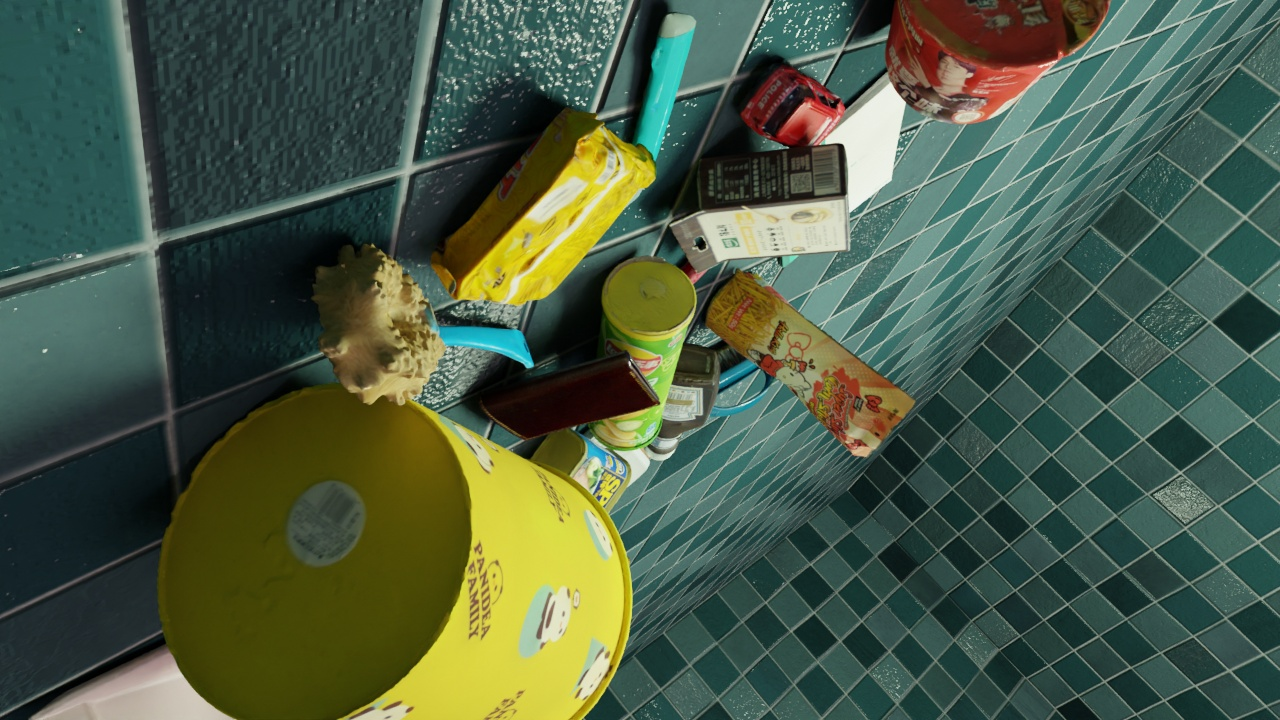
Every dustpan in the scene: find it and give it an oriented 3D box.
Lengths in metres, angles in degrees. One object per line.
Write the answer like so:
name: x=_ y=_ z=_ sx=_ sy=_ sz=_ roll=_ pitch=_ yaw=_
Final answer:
dustpan: x=-0.249 y=0.271 z=0.674 sx=0.139 sy=0.222 sz=0.273 roll=-34 pitch=176 yaw=16

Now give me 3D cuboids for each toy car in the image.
toy car: x=0.113 y=-0.176 z=0.660 sx=0.053 sy=0.045 sz=0.120 roll=-49 pitch=162 yaw=24

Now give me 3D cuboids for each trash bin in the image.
trash bin: x=-0.146 y=0.141 z=0.593 sx=0.229 sy=0.229 sz=0.255 roll=-41 pitch=155 yaw=-4

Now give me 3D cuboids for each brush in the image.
brush: x=0.101 y=0.022 z=1.016 sx=0.143 sy=0.073 sz=0.055 roll=-28 pitch=165 yaw=-35
brush: x=-0.112 y=-0.014 z=0.548 sx=0.046 sy=0.083 sz=0.254 roll=-22 pitch=172 yaw=13

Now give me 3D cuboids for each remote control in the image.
remote control: x=-0.027 y=0.099 z=0.973 sx=0.049 sy=0.024 sz=0.125 roll=-42 pitch=145 yaw=-5

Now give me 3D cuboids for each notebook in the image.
notebook: x=0.184 y=-0.172 z=0.855 sx=0.150 sy=0.012 sz=0.209 roll=-41 pitch=161 yaw=-2

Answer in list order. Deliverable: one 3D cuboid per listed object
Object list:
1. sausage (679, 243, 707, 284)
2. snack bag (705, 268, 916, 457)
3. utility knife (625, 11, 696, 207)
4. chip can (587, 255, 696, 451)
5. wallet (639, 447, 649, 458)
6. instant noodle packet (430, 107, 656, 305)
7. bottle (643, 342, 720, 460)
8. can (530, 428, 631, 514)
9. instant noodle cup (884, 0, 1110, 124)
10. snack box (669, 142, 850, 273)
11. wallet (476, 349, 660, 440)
sausage: x=0.058 y=-0.091 z=0.774 sx=0.156 sy=0.020 sz=0.020 roll=-45 pitch=161 yaw=10
snack bag: x=0.160 y=0.003 z=0.887 sx=0.073 sy=0.208 sz=0.129 roll=-39 pitch=163 yaw=-23
utility knife: x=0.006 y=-0.147 z=0.561 sx=0.029 sy=0.013 sz=0.172 roll=-30 pitch=161 yaw=-25
chip can: x=-0.005 y=0.005 z=0.775 sx=0.072 sy=0.072 sz=0.222 roll=-34 pitch=160 yaw=-23
wallet: x=-0.024 y=0.120 z=1.070 sx=0.101 sy=0.020 sz=0.116 roll=-22 pitch=155 yaw=-39
instant noodle packet: x=-0.053 y=-0.086 z=0.529 sx=0.129 sy=0.044 sz=0.110 roll=-44 pitch=168 yaw=16
bottle: x=0.031 y=0.048 z=0.940 sx=0.195 sy=0.080 sz=0.044 roll=102 pitch=-5 yaw=-59
can: x=-0.069 y=0.121 z=0.878 sx=0.102 sy=0.057 sz=0.083 roll=-55 pitch=142 yaw=-2
instant noodle cup: x=0.237 y=-0.238 z=0.644 sx=0.138 sy=0.138 sz=0.109 roll=-40 pitch=169 yaw=-7
snack box: x=0.093 y=-0.111 z=0.692 sx=0.126 sy=0.053 sz=0.113 roll=-2 pitch=166 yaw=13
wallet: x=-0.053 y=0.031 z=0.717 sx=0.122 sy=0.020 sz=0.096 roll=-15 pitch=155 yaw=11
